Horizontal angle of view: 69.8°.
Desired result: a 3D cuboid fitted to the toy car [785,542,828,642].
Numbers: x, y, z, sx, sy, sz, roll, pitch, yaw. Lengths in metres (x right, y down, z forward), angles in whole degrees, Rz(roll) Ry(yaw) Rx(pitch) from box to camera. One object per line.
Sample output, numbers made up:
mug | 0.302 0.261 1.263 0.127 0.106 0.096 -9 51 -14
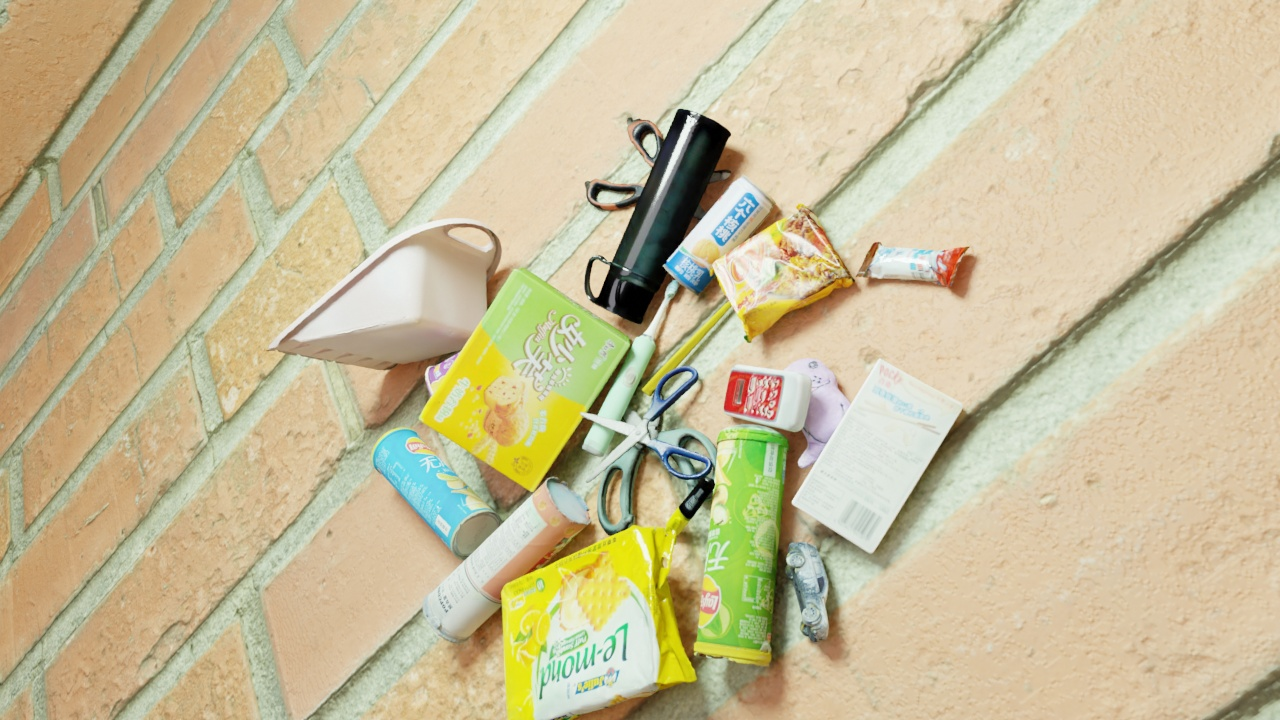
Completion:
toy car | 0.154 0.210 0.837 0.034 0.043 0.090 -8 57 -2

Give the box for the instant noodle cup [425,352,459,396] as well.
instant noodle cup | -0.194 0.026 1.137 0.099 0.111 0.111 -36 54 12

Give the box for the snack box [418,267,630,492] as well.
snack box | -0.130 0.021 1.053 0.157 0.070 0.210 33 95 -3

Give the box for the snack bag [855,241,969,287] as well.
snack bag | 0.261 -0.094 0.886 0.104 0.026 0.048 14 69 40

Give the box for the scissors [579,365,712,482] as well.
scissors | 0.010 0.072 0.982 0.173 0.012 0.162 18 70 30

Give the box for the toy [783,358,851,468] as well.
toy | 0.169 0.045 0.890 0.084 0.039 0.108 -34 55 10

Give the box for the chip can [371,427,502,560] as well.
chip can | -0.258 0.163 1.149 0.210 0.071 0.071 33 94 40

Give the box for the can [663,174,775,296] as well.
can | 0.088 -0.139 1.017 0.135 0.053 0.053 -49 50 11

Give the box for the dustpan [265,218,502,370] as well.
dustpan | -0.311 -0.085 1.202 0.274 0.222 0.138 -10 78 21

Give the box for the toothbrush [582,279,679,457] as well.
toothbrush | -0.006 0.006 1.041 0.224 0.026 0.027 -64 9 -11

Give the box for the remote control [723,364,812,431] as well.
remote control | 0.122 0.035 0.903 0.136 0.020 0.056 10 88 67

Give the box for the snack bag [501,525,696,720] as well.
snack bag | -0.048 0.275 0.929 0.247 0.068 0.157 -31 53 35

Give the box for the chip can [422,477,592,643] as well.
chip can | -0.152 0.227 1.042 0.215 0.071 0.071 -45 51 14

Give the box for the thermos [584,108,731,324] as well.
thermos | 0.013 -0.168 1.056 0.090 0.068 0.242 26 94 7

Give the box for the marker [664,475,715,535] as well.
marker | 0.048 0.146 0.911 0.018 0.015 0.124 45 145 13

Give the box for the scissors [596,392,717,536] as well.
scissors | 0.005 0.122 0.995 0.181 0.019 0.170 -50 49 5

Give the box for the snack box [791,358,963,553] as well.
snack box | 0.213 0.086 0.829 0.085 0.027 0.157 32 92 16

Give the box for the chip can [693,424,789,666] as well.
chip can | 0.098 0.172 0.873 0.073 0.072 0.221 -4 70 36

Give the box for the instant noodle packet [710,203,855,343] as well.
instant noodle packet | 0.141 -0.092 0.953 0.128 0.044 0.110 -31 61 15

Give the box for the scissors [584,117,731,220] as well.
scissors | 0.015 -0.226 1.132 0.189 0.015 0.226 -32 56 24

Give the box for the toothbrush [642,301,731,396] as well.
toothbrush | 0.072 -0.029 1.006 0.190 0.015 0.016 -46 57 10
